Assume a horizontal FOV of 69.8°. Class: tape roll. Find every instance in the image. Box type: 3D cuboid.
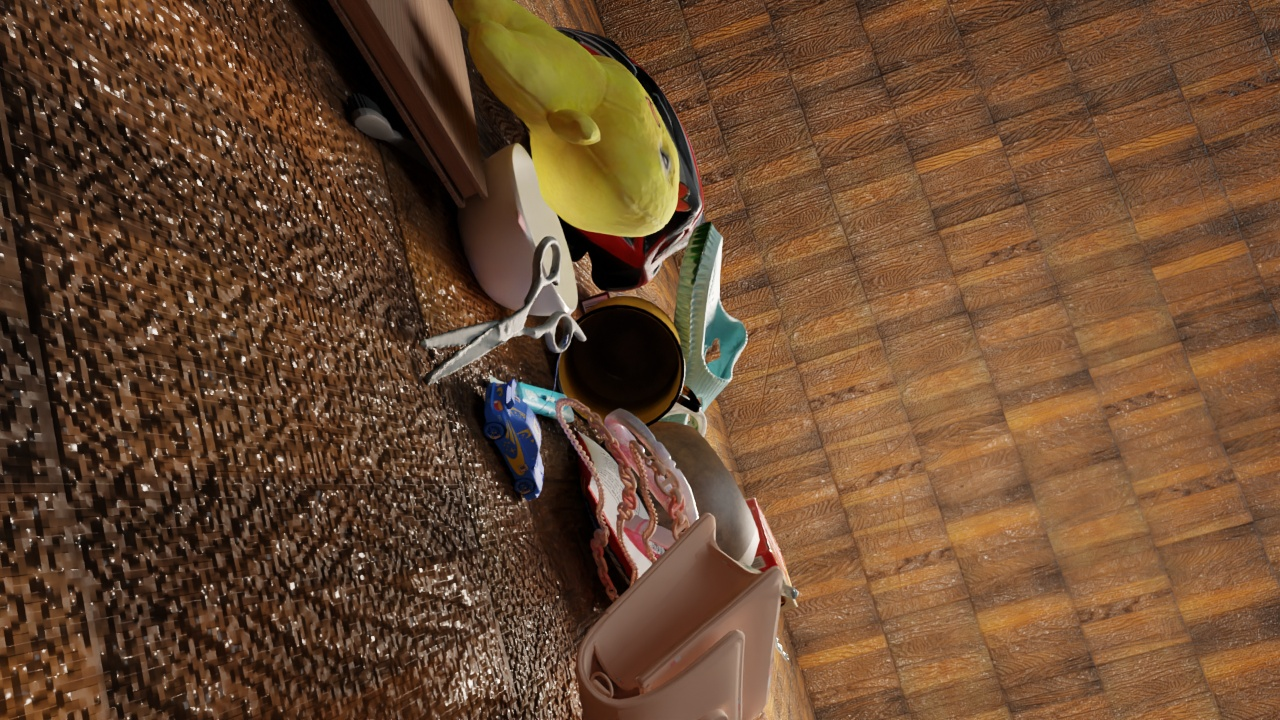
[{"bbox_3d":[0.017,0.072,0.840,0.018,0.094,0.094,53,-6,38],"label":"tape roll"}]

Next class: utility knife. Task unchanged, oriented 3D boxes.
[{"bbox_3d":[-0.071,0.027,0.602,0.148,0.015,0.022,29,40,-76],"label":"utility knife"}]

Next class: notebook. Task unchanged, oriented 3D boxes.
[{"bbox_3d":[-0.144,-0.216,0.540,0.169,0.022,0.210,62,9,-50],"label":"notebook"}]

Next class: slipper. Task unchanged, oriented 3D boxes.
[{"bbox_3d":[0.060,-0.008,0.868,0.277,0.069,0.115,96,13,-45],"label":"slipper"}]

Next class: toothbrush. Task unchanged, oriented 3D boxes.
[{"bbox_3d":[-0.128,-0.120,0.531,0.013,0.013,0.167,65,6,6],"label":"toothbrush"}]

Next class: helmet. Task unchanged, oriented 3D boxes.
[{"bbox_3d":[-0.045,-0.196,0.860,0.272,0.167,0.217,62,0,20],"label":"helmet"}]

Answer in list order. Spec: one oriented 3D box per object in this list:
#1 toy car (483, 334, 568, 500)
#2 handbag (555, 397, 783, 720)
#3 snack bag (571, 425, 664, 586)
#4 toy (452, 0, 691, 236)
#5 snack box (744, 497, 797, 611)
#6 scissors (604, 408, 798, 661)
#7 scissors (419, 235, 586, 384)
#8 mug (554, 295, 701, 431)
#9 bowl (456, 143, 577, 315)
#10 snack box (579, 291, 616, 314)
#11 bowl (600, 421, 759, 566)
[{"bbox_3d":[-0.054,0.033,0.521,0.033,0.062,0.092,-96,166,-57],"label":"toy car"},{"bbox_3d":[-0.021,0.153,0.515,0.187,0.116,0.199,34,-34,33],"label":"handbag"},{"bbox_3d":[-0.012,0.121,0.670,0.131,0.039,0.144,63,-2,-15],"label":"snack bag"},{"bbox_3d":[-0.040,-0.147,0.572,0.207,0.092,0.133,47,19,-52],"label":"toy"},{"bbox_3d":[0.095,0.226,0.984,0.236,0.113,0.060,60,13,-58],"label":"snack box"},{"bbox_3d":[0.025,0.095,0.524,0.171,0.013,0.175,11,-48,59],"label":"scissors"},{"bbox_3d":[-0.070,-0.011,0.514,0.121,0.014,0.159,76,31,-42],"label":"scissors"},{"bbox_3d":[-0.004,0.005,0.757,0.123,0.100,0.094,30,10,-3],"label":"mug"},{"bbox_3d":[-0.085,-0.079,0.601,0.114,0.050,0.114,-17,89,-83],"label":"bowl"},{"bbox_3d":[-0.013,0.024,0.972,0.101,0.032,0.186,11,61,-82],"label":"snack box"},{"bbox_3d":[0.036,0.120,0.756,0.162,0.070,0.162,58,-11,18],"label":"bowl"}]
